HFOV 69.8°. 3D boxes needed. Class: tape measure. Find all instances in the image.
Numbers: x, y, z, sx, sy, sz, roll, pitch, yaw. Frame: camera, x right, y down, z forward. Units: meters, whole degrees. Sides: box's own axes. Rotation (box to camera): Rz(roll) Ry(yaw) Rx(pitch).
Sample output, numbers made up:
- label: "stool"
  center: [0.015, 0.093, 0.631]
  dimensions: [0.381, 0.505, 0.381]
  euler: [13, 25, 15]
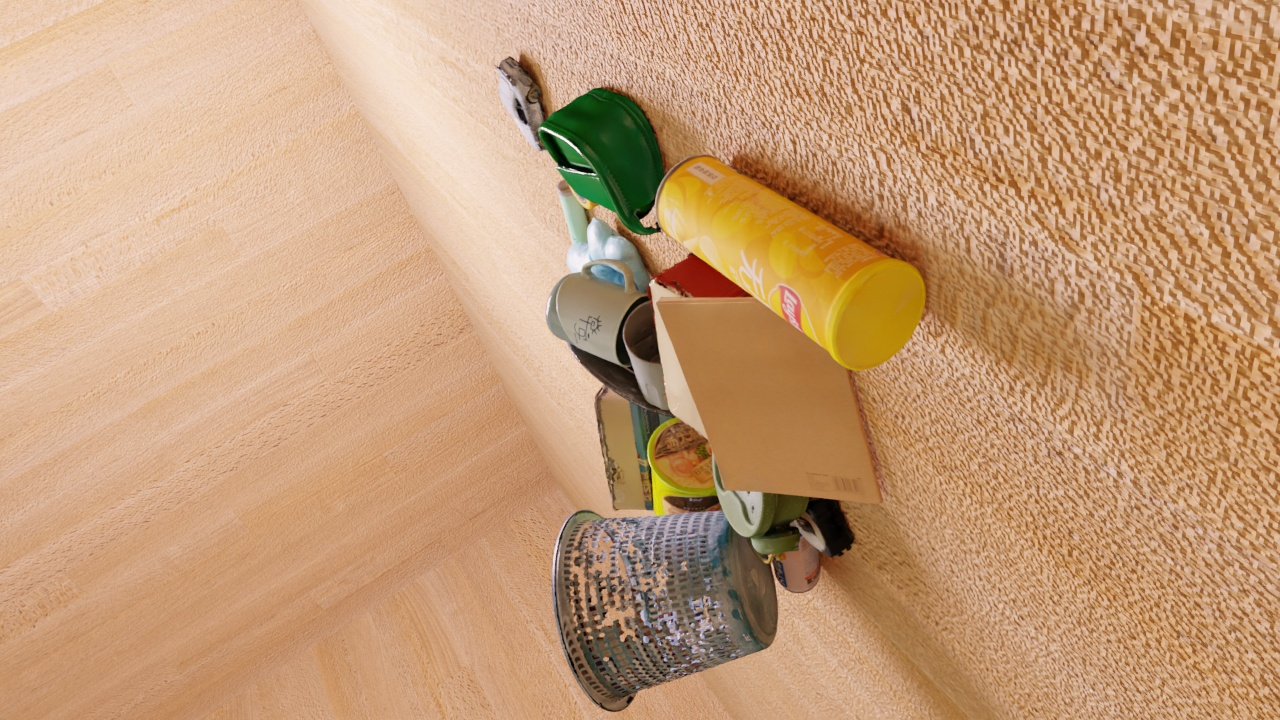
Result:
- label: "tape measure"
  center: [-0.057, -0.193, 0.987]
  dimensions: [0.060, 0.029, 0.057]
  euler: [40, 157, 54]
- label: "tape measure"
  center: [0.178, 0.158, 0.923]
  dimensions: [0.066, 0.033, 0.066]
  euler: [64, 166, -18]

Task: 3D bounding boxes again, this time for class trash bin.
- label: "trash bin"
  center: [0.040, 0.258, 1.020]
  dimensions: [0.226, 0.195, 0.226]
  euler: [-16, -90, -71]

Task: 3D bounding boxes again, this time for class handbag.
- label: "handbag"
  center: [-0.028, -0.182, 0.843]
  dimensions: [0.131, 0.068, 0.120]
  euler: [39, 165, 52]

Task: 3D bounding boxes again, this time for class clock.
- label: "clock"
  center: [0.118, 0.128, 0.913]
  dimensions: [0.116, 0.056, 0.161]
  euler: [-129, 36, -59]

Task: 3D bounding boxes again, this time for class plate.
- label: "plate"
  center: [-0.007, 0.006, 1.097]
  dimensions: [0.179, 0.024, 0.179]
  euler: [29, -161, -11]

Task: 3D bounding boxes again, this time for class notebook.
- label: "notebook"
  center: [0.109, 0.036, 0.761]
  dimensions: [0.150, 0.012, 0.212]
  euler: [2, 129, 34]

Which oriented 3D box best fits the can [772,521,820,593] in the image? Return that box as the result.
- label: "can"
  center: [0.169, 0.206, 1.018]
  dimensions: [0.053, 0.053, 0.135]
  euler: [47, 163, 40]

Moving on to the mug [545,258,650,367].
- label: "mug"
  center: [-0.044, -0.062, 1.022]
  dimensions: [0.106, 0.082, 0.112]
  euler: [23, 118, 30]

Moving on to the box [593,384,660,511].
- label: "box"
  center: [-0.011, 0.097, 1.161]
  dimensions: [0.089, 0.061, 0.184]
  euler: [-60, -34, -61]

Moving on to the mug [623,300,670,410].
- label: "mug"
  center: [0.047, 0.003, 0.975]
  dimensions: [0.124, 0.083, 0.103]
  euler: [25, 155, 22]

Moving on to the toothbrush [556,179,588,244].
- label: "toothbrush"
  center: [-0.072, -0.145, 1.163]
  dimensions: [0.027, 0.026, 0.225]
  euler: [24, 154, 22]

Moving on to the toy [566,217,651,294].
- label: "toy"
  center: [-0.038, -0.105, 1.079]
  dimensions: [0.161, 0.049, 0.156]
  euler: [37, 152, 34]

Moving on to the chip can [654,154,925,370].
- label: "chip can"
  center: [0.090, -0.074, 0.617]
  dimensions: [0.213, 0.072, 0.072]
  euler: [44, 161, 47]

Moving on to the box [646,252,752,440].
- label: "box"
  center: [0.056, -0.006, 0.830]
  dimensions: [0.091, 0.076, 0.168]
  euler: [34, 147, 41]

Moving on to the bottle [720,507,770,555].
- label: "bottle"
  center: [0.120, 0.200, 1.167]
  dimensions: [0.068, 0.068, 0.197]
  euler: [62, 165, -16]

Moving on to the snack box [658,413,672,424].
- label: "snack box"
  center: [0.048, 0.117, 1.268]
  dimensions: [0.074, 0.051, 0.175]
  euler: [32, 151, 59]

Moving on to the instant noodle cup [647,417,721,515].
- label: "instant noodle cup"
  center: [0.061, 0.147, 1.101]
  dimensions: [0.111, 0.111, 0.124]
  euler: [50, 152, 33]

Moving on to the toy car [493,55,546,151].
- label: "toy car"
  center: [-0.132, -0.286, 1.039]
  dimensions: [0.054, 0.036, 0.121]
  euler: [50, 168, 31]
